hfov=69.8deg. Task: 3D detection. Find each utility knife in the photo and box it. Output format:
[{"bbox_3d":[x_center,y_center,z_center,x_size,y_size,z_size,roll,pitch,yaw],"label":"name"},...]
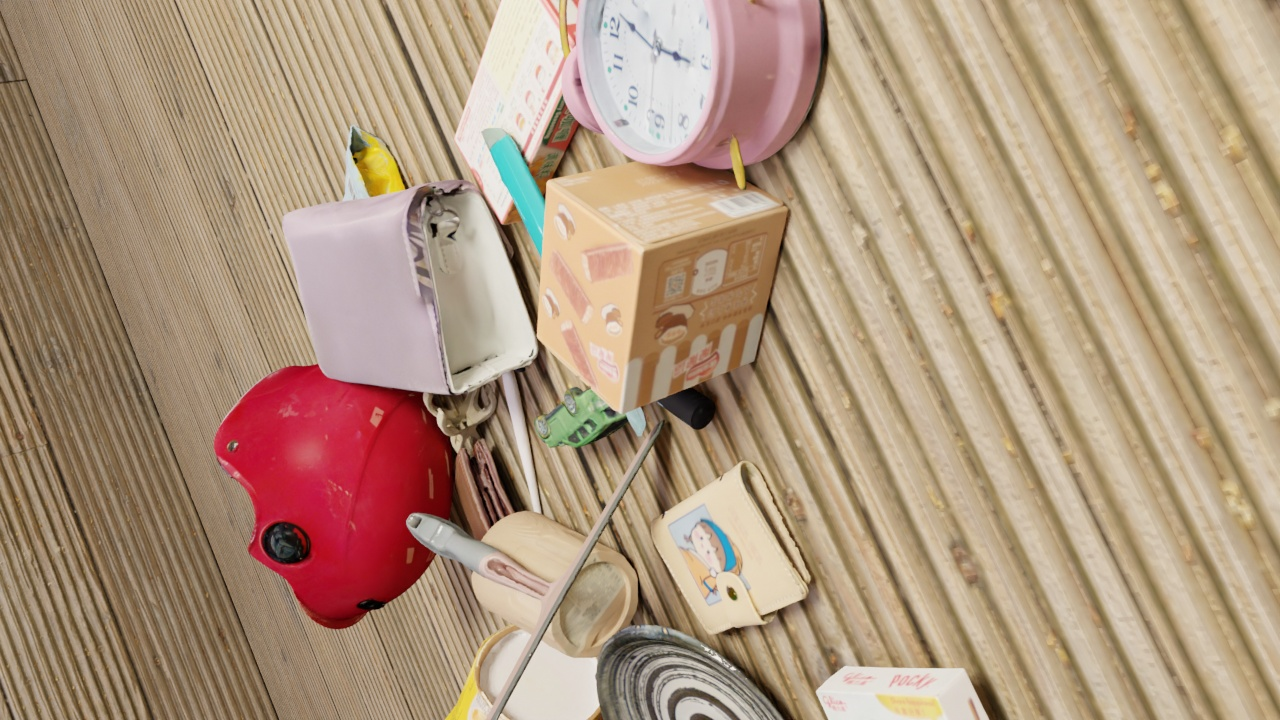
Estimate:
[{"bbox_3d":[-0.046,-0.051,0.567,0.029,0.013,0.216,-29,86,52],"label":"utility knife"}]

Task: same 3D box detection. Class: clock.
[{"bbox_3d":[0.010,-0.153,0.434,0.158,0.059,0.117,38,134,41],"label":"clock"}]

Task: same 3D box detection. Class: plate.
[{"bbox_3d":[0.043,0.250,0.610,0.180,0.024,0.180,21,125,32],"label":"plate"}]

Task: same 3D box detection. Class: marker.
[{"bbox_3d":[-0.003,0.003,0.570,0.132,0.020,0.022,35,117,42],"label":"marker"}]

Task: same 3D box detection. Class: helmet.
[{"bbox_3d":[-0.239,0.106,0.813,0.144,0.206,0.240,-19,94,16],"label":"helmet"}]

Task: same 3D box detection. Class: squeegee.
[{"bbox_3d":[-0.104,0.141,0.641,0.040,0.247,0.250,40,161,-31],"label":"squeegee"}]

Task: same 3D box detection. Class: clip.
[{"bbox_3d":[-0.160,0.052,0.770,0.035,0.092,0.103,50,130,27],"label":"clip"}]

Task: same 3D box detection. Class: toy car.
[{"bbox_3d":[-0.036,0.037,0.610,0.091,0.043,0.036,-33,80,56],"label":"toy car"}]

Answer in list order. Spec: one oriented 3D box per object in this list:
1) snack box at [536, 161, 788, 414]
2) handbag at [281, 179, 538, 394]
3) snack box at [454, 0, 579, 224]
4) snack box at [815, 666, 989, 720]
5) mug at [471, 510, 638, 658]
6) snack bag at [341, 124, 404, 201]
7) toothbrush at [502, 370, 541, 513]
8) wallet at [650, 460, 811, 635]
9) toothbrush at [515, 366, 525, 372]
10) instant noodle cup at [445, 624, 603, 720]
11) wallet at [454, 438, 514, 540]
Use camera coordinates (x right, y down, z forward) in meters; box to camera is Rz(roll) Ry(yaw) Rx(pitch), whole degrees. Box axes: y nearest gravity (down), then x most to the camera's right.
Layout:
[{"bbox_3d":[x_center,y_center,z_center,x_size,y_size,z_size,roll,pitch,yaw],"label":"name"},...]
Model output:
[{"bbox_3d":[0.008,-0.042,0.464,0.077,0.092,0.095,40,136,37],"label":"snack box"},{"bbox_3d":[-0.178,-0.057,0.694,0.197,0.098,0.145,3,117,45],"label":"handbag"},{"bbox_3d":[-0.072,-0.162,0.571,0.077,0.027,0.156,59,145,15],"label":"snack box"},{"bbox_3d":[0.151,0.224,0.439,0.085,0.026,0.157,-30,86,56],"label":"snack box"},{"bbox_3d":[-0.054,0.180,0.689,0.104,0.084,0.125,11,140,50],"label":"mug"},{"bbox_3d":[-0.254,-0.115,0.838,0.110,0.038,0.192,55,145,12],"label":"snack bag"},{"bbox_3d":[-0.093,0.088,0.740,0.016,0.016,0.180,13,117,50],"label":"toothbrush"},{"bbox_3d":[0.053,0.118,0.549,0.115,0.024,0.087,-44,66,52],"label":"wallet"},{"bbox_3d":[-0.149,-0.030,0.759,0.189,0.014,0.018,34,142,40],"label":"toothbrush"},{"bbox_3d":[-0.089,0.289,0.745,0.138,0.137,0.110,42,129,34],"label":"instant noodle cup"},{"bbox_3d":[-0.127,0.141,0.788,0.124,0.032,0.101,63,157,21],"label":"wallet"}]
